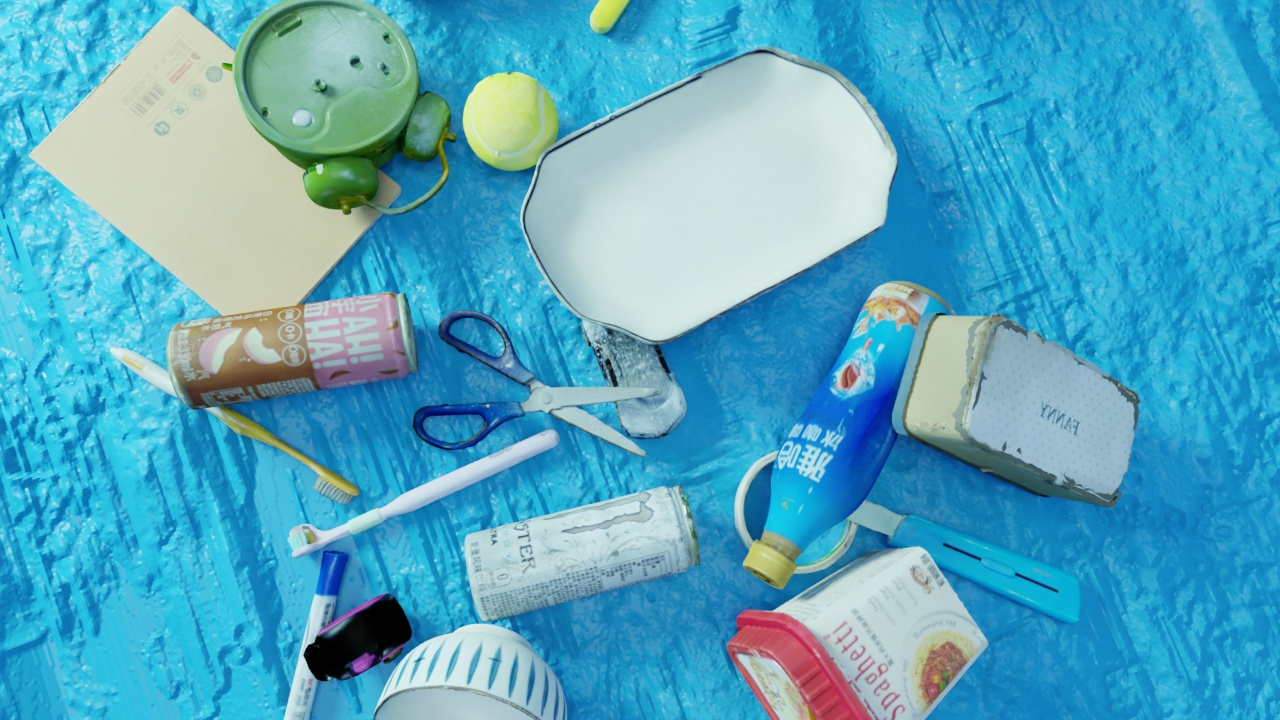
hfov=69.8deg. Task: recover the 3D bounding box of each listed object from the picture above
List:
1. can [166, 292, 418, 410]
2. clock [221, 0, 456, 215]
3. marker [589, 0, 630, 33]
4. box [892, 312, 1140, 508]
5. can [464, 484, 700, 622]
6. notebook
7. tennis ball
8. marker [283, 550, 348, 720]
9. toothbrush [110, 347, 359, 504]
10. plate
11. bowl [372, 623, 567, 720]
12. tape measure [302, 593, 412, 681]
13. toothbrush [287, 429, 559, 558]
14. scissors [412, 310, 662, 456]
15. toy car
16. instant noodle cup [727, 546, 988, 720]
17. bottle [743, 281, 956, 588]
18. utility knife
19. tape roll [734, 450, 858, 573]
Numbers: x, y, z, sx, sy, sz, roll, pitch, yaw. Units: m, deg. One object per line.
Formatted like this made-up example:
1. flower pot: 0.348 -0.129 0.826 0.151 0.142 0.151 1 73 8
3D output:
1. can: -0.223 -0.007 0.597 0.147 0.058 0.058 -9 84 -9
2. clock: -0.196 -0.168 0.617 0.116 0.056 0.161 -39 86 -15
3. marker: -0.001 -0.290 0.674 0.018 0.015 0.124 32 79 -1
4. box: 0.243 0.032 0.595 0.184 0.061 0.089 25 80 -27
5. can: -0.038 0.125 0.600 0.146 0.058 0.058 -13 84 -5
6. notebook: -0.292 -0.130 0.636 0.207 0.008 0.147 39 82 1
7. tennis ball: -0.088 -0.163 0.626 0.065 0.065 0.065 0 83 -4
8. marker: -0.216 0.198 0.599 0.017 0.017 0.145 12 83 -3
9. toothbrush: -0.273 0.044 0.614 0.191 0.016 0.018 31 91 -1
10. plate: 0.049 -0.113 0.633 0.265 0.034 0.162 -29 79 -13
11. bowl: -0.099 0.209 0.571 0.116 0.117 0.066 15 38 -2
12. tape measure: -0.175 0.178 0.584 0.058 0.057 0.039 -31 88 16
13. toothbrush: -0.143 0.086 0.617 0.189 0.029 0.021 -22 126 -8
14. scissors: -0.078 0.027 0.617 0.160 0.012 0.163 -40 76 0
15. toy car: -0.004 0.004 0.630 0.049 0.031 0.105 -22 86 -6
16. instant noodle cup: 0.140 0.186 0.585 0.124 0.117 0.116 -33 86 -19
17. bottle: 0.135 0.049 0.605 0.065 0.065 0.218 34 75 0
18. utility knife: 0.220 0.134 0.633 0.188 0.018 0.034 23 81 -4
19. tape roll: 0.108 0.104 0.635 0.086 0.014 0.085 1 83 -4
